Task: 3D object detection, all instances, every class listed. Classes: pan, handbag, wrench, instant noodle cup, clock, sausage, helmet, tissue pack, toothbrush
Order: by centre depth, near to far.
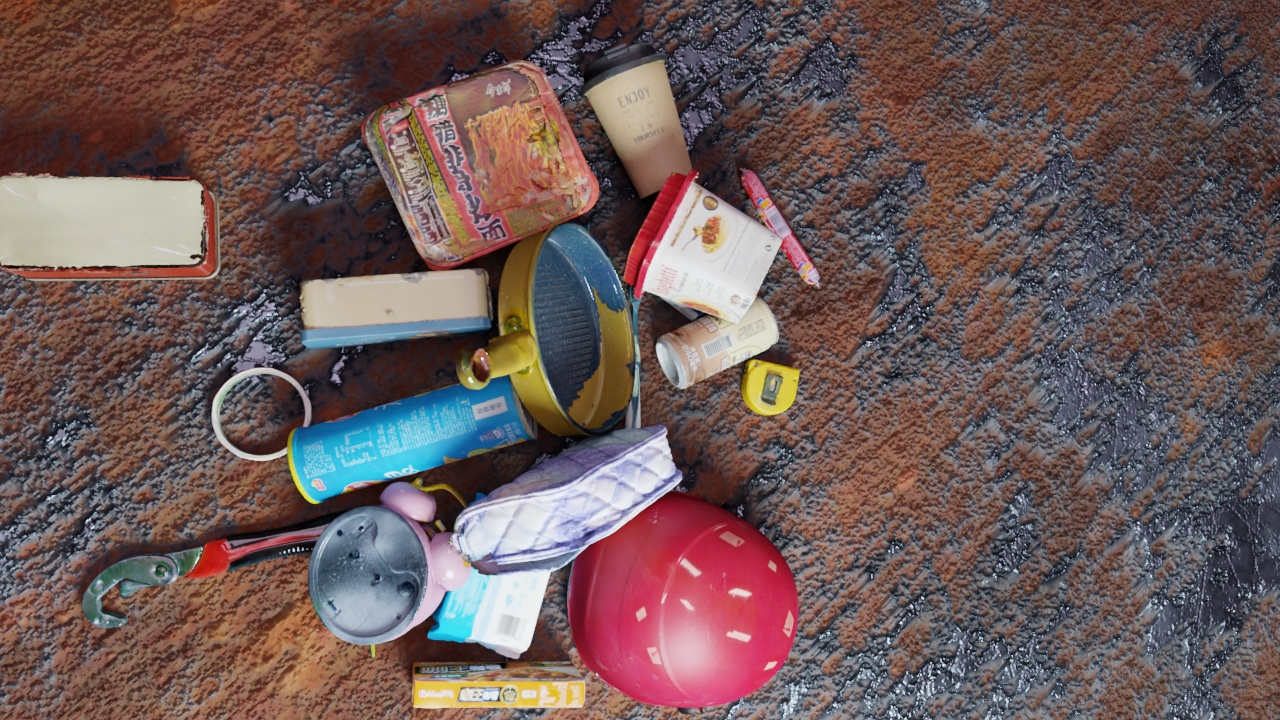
[{"bbox_3d":[-0.077,-0.017,0.766,0.078,0.356,0.198,-9,95,24],"label":"pan"},{"bbox_3d":[-0.057,0.121,0.806,0.193,0.134,0.075,-23,97,-56],"label":"handbag"},{"bbox_3d":[-0.213,0.175,0.808,0.158,0.059,0.117,-44,72,6],"label":"clock"},{"bbox_3d":[-0.359,0.177,0.833,0.273,0.016,0.056,-15,92,-14],"label":"wrench"},{"bbox_3d":[-0.136,0.203,0.861,0.090,0.063,0.140,18,82,-13],"label":"tissue pack"},{"bbox_3d":[0.056,0.233,0.868,0.240,0.144,0.206,17,79,-13],"label":"helmet"},{"bbox_3d":[-0.152,-0.186,0.886,0.188,0.079,0.164,-24,91,-14],"label":"instant noodle cup"},{"bbox_3d":[0.061,-0.103,0.889,0.124,0.116,0.116,26,74,1],"label":"instant noodle cup"},{"bbox_3d":[-0.006,0.005,0.935,0.016,0.018,0.191,3,83,-14],"label":"toothbrush"},{"bbox_3d":[0.150,-0.142,0.987,0.020,0.020,0.156,-34,93,-15],"label":"sausage"}]

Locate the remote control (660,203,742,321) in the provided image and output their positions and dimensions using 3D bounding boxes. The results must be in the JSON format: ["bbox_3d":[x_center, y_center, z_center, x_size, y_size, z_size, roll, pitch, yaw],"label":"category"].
[{"bbox_3d":[0.072,-0.104,0.961,0.049,0.024,0.124,37,76,-8],"label":"remote control"}]

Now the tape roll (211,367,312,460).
[{"bbox_3d":[-0.350,0.050,0.848,0.085,0.014,0.085,1,85,-14],"label":"tape roll"}]

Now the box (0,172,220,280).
[{"bbox_3d":[-0.466,-0.119,0.804,0.168,0.076,0.091,-2,86,-15],"label":"box"}]

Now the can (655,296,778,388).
[{"bbox_3d":[0.078,-0.019,0.937,0.116,0.058,0.058,-25,91,-15],"label":"can"}]

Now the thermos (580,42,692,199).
[{"bbox_3d":[0.001,-0.241,0.927,0.093,0.093,0.143,-24,98,-15],"label":"thermos"}]

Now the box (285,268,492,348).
[{"bbox_3d":[-0.231,-0.047,0.849,0.184,0.090,0.060,-8,88,-12],"label":"box"}]

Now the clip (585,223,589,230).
[{"bbox_3d":[-0.065,-0.112,0.934,0.033,0.013,0.054,-7,84,-14],"label":"clip"}]

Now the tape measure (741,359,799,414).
[{"bbox_3d":[0.136,0.028,0.962,0.060,0.029,0.057,13,83,-12],"label":"tape measure"}]

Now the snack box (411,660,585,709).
[{"bbox_3d":[-0.132,0.298,0.847,0.153,0.075,0.026,4,85,-13],"label":"snack box"}]

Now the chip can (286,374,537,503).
[{"bbox_3d":[-0.202,0.066,0.826,0.210,0.071,0.071,-16,89,1],"label":"chip can"}]
